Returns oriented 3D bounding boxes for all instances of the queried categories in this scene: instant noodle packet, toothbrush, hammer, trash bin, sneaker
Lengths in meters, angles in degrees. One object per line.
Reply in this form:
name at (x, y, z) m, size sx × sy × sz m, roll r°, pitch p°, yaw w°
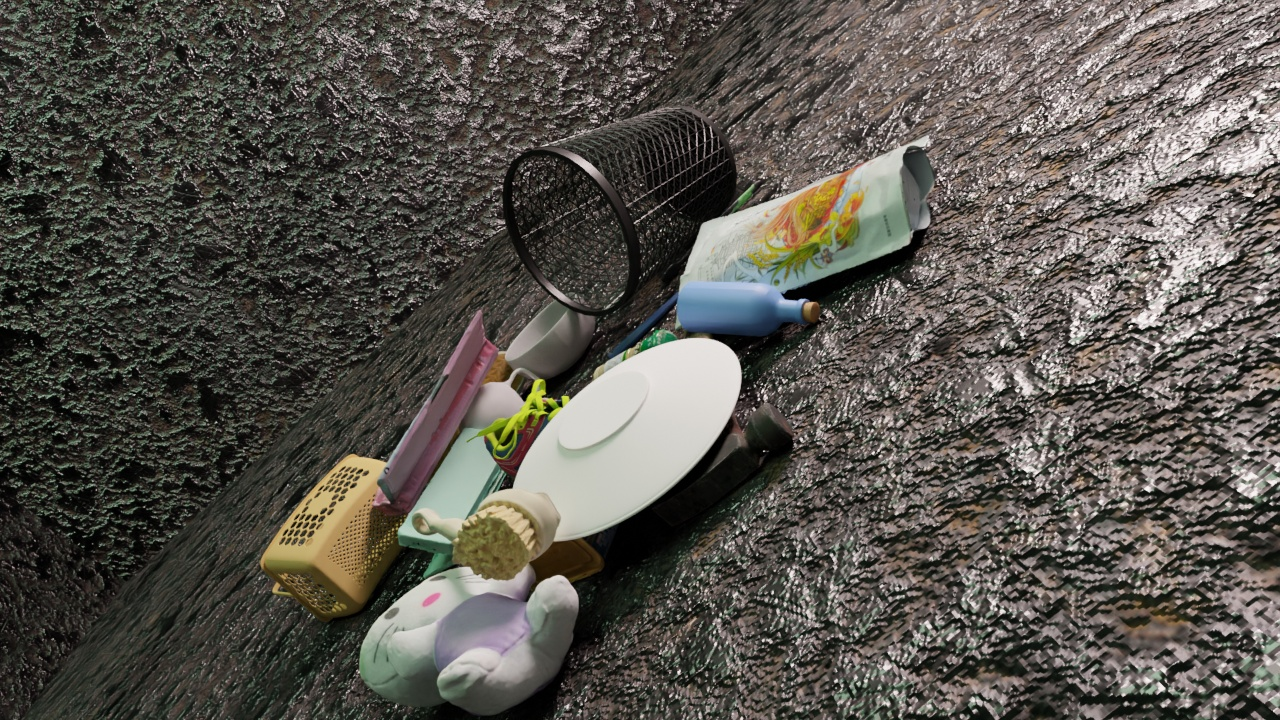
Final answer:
instant noodle packet at (0.141, -0.120, 0.866) m, size 0.270 × 0.057 × 0.146 m, roll -16°, pitch 44°, yaw 42°
toothbrush at (0.030, -0.068, 1.103) m, size 0.190 × 0.017 × 0.016 m, roll -44°, pitch 17°, yaw 0°
hammer at (0.056, 0.024, 0.822) m, size 0.120 × 0.033 × 0.329 m, roll -40°, pitch 18°, yaw 14°
trash bin at (-0.013, -0.209, 1.177) m, size 0.242 × 0.217 × 0.218 m, roll -37°, pitch 11°, yaw -36°
toothbrush at (0.093, -0.169, 1.201) m, size 0.188 × 0.014 × 0.017 m, roll -46°, pitch 10°, yaw -6°
sneaker at (-0.074, 0.065, 0.908) m, size 0.243 × 0.091 × 0.116 m, roll -26°, pitch 23°, yaw 42°
sneaker at (-0.232, 0.092, 1.243) m, size 0.234 × 0.087 × 0.079 m, roll -55°, pitch -6°, yaw -34°

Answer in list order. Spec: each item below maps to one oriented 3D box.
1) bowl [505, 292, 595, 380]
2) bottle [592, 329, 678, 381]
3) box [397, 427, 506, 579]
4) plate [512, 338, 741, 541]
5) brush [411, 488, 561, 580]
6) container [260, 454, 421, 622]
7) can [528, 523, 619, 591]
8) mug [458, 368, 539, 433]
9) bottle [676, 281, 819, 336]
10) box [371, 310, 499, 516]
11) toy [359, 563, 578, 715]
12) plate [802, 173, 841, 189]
bowl at (-0.113, -0.024, 1.233) m, size 0.132 × 0.064 × 0.131 m, roll -39°, pitch 19°, yaw 15°
bottle at (-0.006, 0.006, 0.974) m, size 0.110 × 0.042 × 0.042 m, roll -29°, pitch 23°, yaw 41°
box at (-0.200, 0.168, 1.059) m, size 0.077 × 0.079 × 0.188 m, roll 6°, pitch 36°, yaw 12°
plate at (-0.023, 0.050, 0.762) m, size 0.230 × 0.030 × 0.229 m, roll -30°, pitch 26°, yaw 16°
brush at (-0.149, 0.141, 0.768) m, size 0.077 × 0.062 × 0.273 m, roll -20°, pitch 3°, yaw -30°
container at (-0.378, 0.220, 1.160) m, size 0.167 × 0.129 × 0.182 m, roll -10°, pitch 37°, yaw 45°
can at (-0.064, 0.147, 0.764) m, size 0.100 × 0.054 × 0.058 m, roll -31°, pitch 23°, yaw 37°
mug at (-0.177, 0.059, 1.166) m, size 0.123 × 0.076 × 0.090 m, roll -50°, pitch 19°, yaw -17°
bottle at (0.098, -0.046, 0.824) m, size 0.131 × 0.048 × 0.047 m, roll 5°, pitch 47°, yaw 37°
box at (-0.237, 0.069, 1.078) m, size 0.232 × 0.055 × 0.180 m, roll -64°, pitch 8°, yaw -22°
toy at (-0.130, 0.214, 0.707) m, size 0.137 × 0.085 × 0.210 m, roll -39°, pitch 15°, yaw -34°
plate at (0.157, -0.130, 0.963) m, size 0.173 × 0.019 × 0.172 m, roll -39°, pitch 19°, yaw 15°
